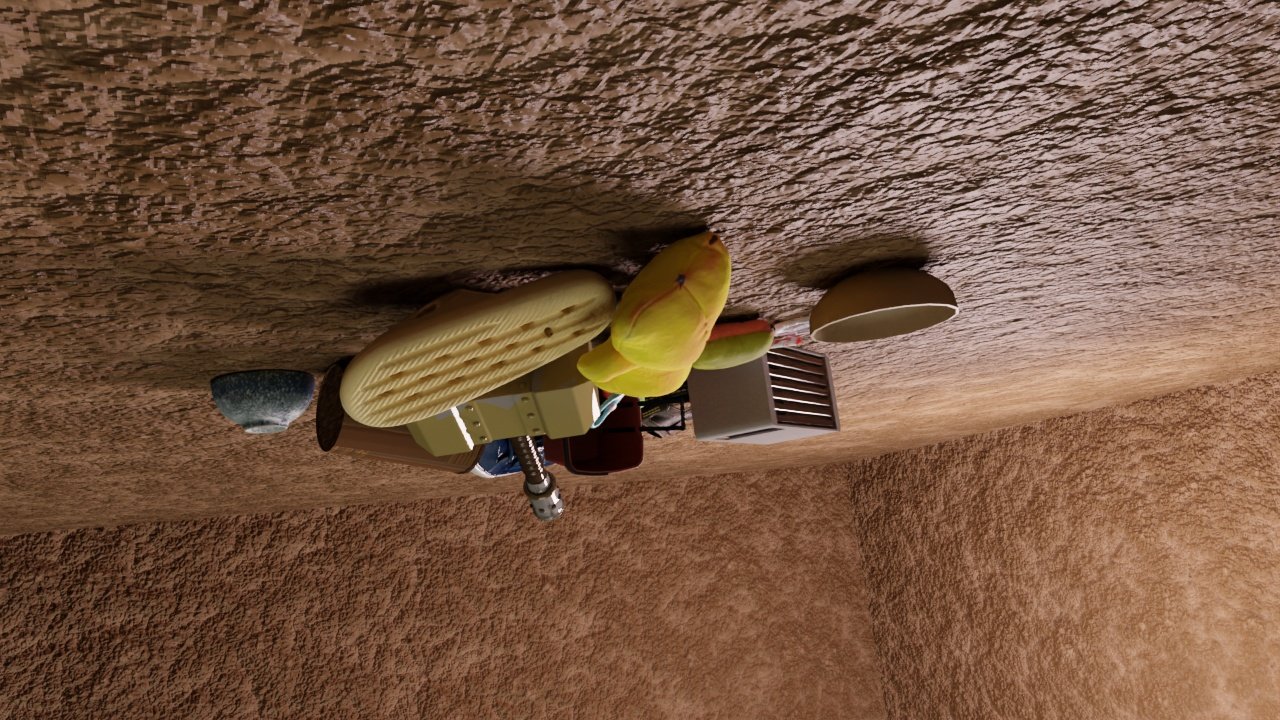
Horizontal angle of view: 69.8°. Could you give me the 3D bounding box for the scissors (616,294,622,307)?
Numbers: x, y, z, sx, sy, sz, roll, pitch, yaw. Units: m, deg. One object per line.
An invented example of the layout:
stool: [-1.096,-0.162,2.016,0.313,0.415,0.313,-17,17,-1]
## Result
scissors: [-0.044,-0.051,0.908,0.142,0.019,0.127,-16,161,11]

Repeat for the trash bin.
trash bin: [0.177,0.050,1.294,0.115,0.114,0.228,-15,166,32]

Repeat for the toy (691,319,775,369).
toy: [0.106,-0.019,1.080,0.110,0.051,0.090,-11,170,6]

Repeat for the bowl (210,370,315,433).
bowl: [-0.438,0.052,1.071,0.114,0.060,0.114,-7,170,-1]

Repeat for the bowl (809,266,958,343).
bowl: [0.250,-0.061,0.962,0.152,0.050,0.152,-7,168,-2]

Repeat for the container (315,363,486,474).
container: [-0.281,0.063,1.076,0.167,0.132,0.132,9,161,-36]

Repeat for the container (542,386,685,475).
container: [-0.048,0.077,1.213,0.126,0.148,0.201,-2,176,-30]

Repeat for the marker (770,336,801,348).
marker: [0.140,-0.016,1.178,0.142,0.012,0.012,-9,169,32]

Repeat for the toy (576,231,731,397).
toy: [0.016,-0.024,0.804,0.134,0.087,0.194,-46,175,-21]

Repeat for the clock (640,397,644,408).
clock: [-0.041,0.053,1.361,0.094,0.042,0.120,6,163,-44]

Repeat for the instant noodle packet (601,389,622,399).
instant noodle packet: [-0.006,0.006,1.089,0.098,0.039,0.135,-38,169,-7]

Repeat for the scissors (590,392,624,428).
scissors: [-0.003,0.025,1.024,0.135,0.015,0.133,-45,165,11]

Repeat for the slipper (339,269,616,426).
slipper: [-0.151,-0.029,0.827,0.261,0.079,0.111,-22,147,-4]

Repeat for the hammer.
hammer: [-0.130,0.092,1.025,0.190,0.100,0.325,-9,143,1]

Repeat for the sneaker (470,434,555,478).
sneaker: [-0.171,0.135,1.528,0.127,0.120,0.294,0,178,36]

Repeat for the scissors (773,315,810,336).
scissors: [0.154,-0.036,1.123,0.179,0.016,0.103,-9,173,23]

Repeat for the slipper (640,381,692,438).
slipper: [0.040,0.082,1.464,0.268,0.075,0.113,-8,169,2]
